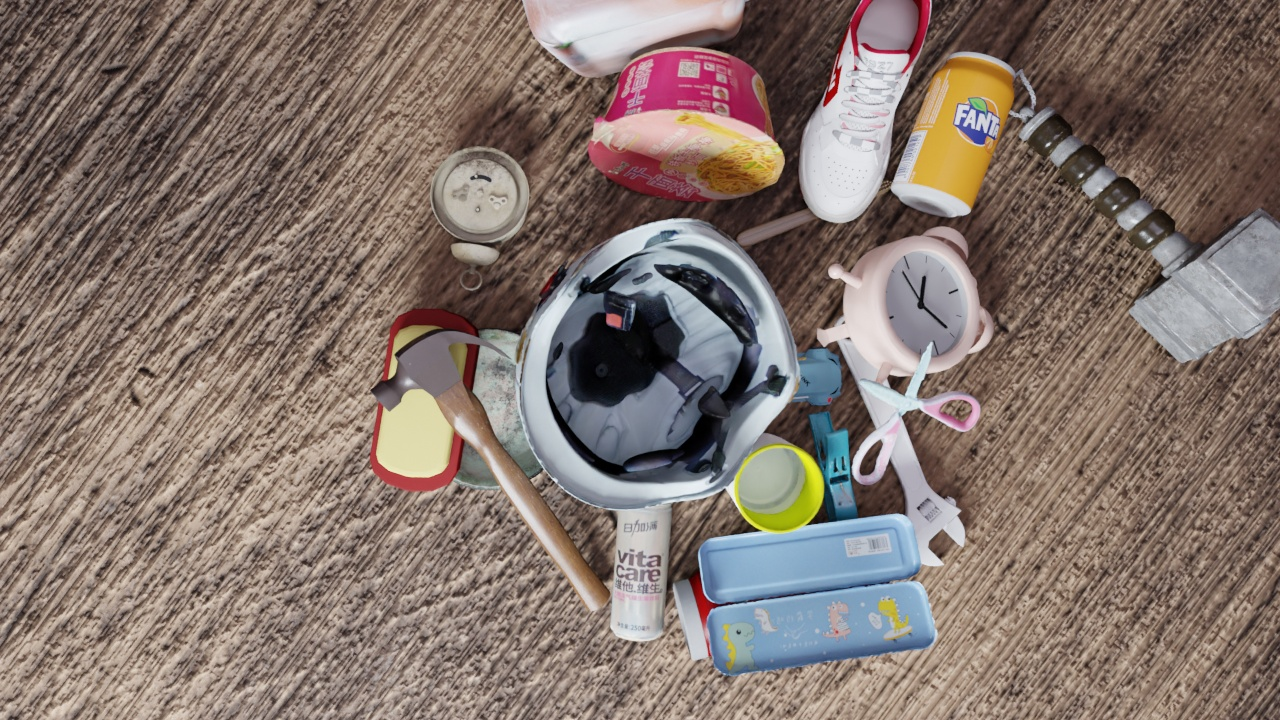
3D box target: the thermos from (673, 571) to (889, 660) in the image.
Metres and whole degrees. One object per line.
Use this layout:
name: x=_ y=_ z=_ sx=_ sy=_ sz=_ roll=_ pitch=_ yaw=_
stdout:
thermos: x=0.139 y=0.241 z=0.907 sx=0.198 sy=0.084 sz=0.108 roll=-14 pitch=125 yaw=-3

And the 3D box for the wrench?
wrench: x=0.258 y=0.079 z=0.931 sx=0.066 sy=0.018 sz=0.273 roll=-23 pitch=92 yaw=0

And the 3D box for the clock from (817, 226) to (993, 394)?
clock: x=0.260 y=-0.051 z=0.896 sx=0.160 sy=0.086 sz=0.131 roll=-21 pitch=93 yaw=-19

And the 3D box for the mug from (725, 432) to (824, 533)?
mug: x=0.124 y=0.115 z=0.883 sx=0.082 sy=0.106 sz=0.082 roll=0 pitch=92 yaw=-2

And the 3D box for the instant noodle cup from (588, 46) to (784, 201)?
instant noodle cup: x=0.044 y=-0.218 z=0.844 sx=0.178 sy=0.179 sz=0.077 roll=5 pitch=76 yaw=-2

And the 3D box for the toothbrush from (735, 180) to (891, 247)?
toothbrush: x=0.174 y=-0.148 z=0.919 sx=0.167 sy=0.016 sz=0.016 roll=-21 pitch=91 yaw=0

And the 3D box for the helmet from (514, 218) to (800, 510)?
helmet: x=-0.005 y=0.005 z=0.837 sx=0.263 sy=0.164 sz=0.236 roll=-46 pitch=106 yaw=-15

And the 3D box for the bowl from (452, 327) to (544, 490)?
bowl: x=-0.147 y=0.047 z=0.906 sx=0.157 sy=0.038 sz=0.157 roll=0 pitch=92 yaw=-2

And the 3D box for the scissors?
scissors: x=0.252 y=0.059 z=0.878 sx=0.170 sy=0.013 sz=0.173 roll=21 pitch=116 yaw=-37

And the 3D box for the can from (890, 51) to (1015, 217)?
can: x=0.304 y=-0.216 z=0.888 sx=0.079 sy=0.079 sz=0.142 roll=21 pitch=91 yaw=-3

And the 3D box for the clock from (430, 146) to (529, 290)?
clock: x=-0.155 y=-0.137 z=0.891 sx=0.093 sy=0.054 sz=0.140 roll=7 pitch=85 yaw=-2

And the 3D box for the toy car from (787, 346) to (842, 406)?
toy car: x=0.150 y=0.018 z=0.919 sx=0.108 sy=0.027 sz=0.060 roll=-3 pitch=92 yaw=-2

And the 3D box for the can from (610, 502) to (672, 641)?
can: x=0.001 y=0.204 z=0.909 sx=0.054 sy=0.054 sz=0.135 roll=4 pitch=93 yaw=-2

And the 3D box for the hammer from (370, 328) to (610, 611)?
hammer: x=-0.119 y=0.111 z=0.860 sx=0.115 sy=0.033 sz=0.323 roll=-37 pitch=112 yaw=-16

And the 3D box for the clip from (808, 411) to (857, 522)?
clip: x=0.192 y=0.112 z=0.920 sx=0.027 sy=0.104 sz=0.120 roll=-11 pitch=99 yaw=2

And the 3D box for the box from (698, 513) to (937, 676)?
box: x=0.161 y=0.217 z=0.852 sx=0.209 sy=0.021 sz=0.125 roll=-7 pitch=75 yaw=-3

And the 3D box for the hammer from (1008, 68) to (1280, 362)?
hammer: x=0.464 y=-0.149 z=0.880 sx=0.079 sy=0.177 sz=0.326 roll=-39 pitch=74 yaw=0

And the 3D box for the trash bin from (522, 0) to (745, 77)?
trash bin: x=-0.008 y=-0.344 z=0.775 sx=0.181 sy=0.259 sz=0.157 roll=-12 pitch=98 yaw=7

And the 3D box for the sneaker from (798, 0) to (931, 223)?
sneaker: x=0.213 y=-0.253 z=0.865 sx=0.090 sy=0.104 sz=0.236 roll=21 pitch=91 yaw=8

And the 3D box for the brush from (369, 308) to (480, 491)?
brush: x=-0.203 y=0.037 z=0.861 sx=0.082 sy=0.042 sz=0.173 roll=10 pitch=92 yaw=-2
